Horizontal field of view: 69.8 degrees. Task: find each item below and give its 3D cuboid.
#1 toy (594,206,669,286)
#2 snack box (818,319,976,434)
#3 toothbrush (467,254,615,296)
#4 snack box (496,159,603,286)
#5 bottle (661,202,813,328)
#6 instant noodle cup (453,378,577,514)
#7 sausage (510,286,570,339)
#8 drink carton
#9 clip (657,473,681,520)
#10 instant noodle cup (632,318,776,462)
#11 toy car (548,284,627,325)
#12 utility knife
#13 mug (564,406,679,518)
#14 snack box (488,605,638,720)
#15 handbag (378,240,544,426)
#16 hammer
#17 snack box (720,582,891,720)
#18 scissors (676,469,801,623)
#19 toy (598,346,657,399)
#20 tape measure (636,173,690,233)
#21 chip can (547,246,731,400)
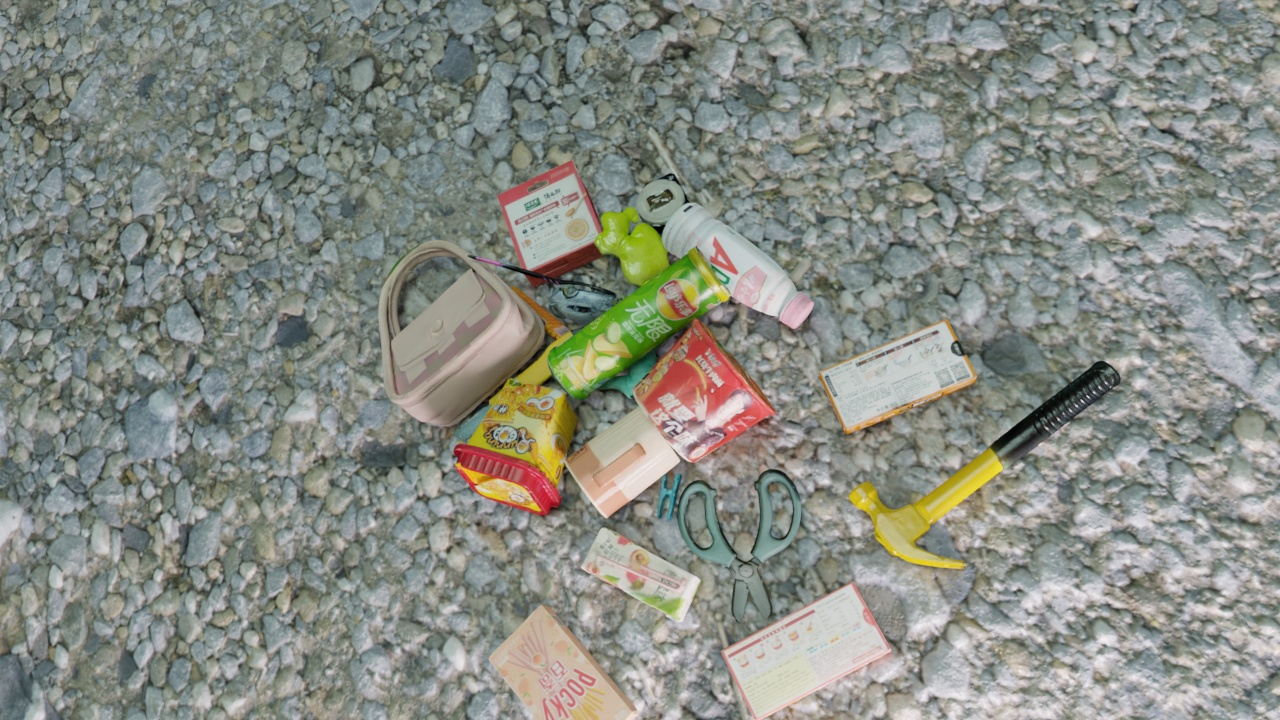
[{"bbox_3d":[-0.007,-0.141,1.131,0.100,0.031,0.096,17,78,-12],"label":"toy"},{"bbox_3d":[0.283,0.019,1.016,0.154,0.026,0.075,-23,67,7],"label":"snack box"},{"bbox_3d":[-0.123,-0.102,1.140,0.189,0.014,0.017,15,85,-5],"label":"toothbrush"},{"bbox_3d":[-0.112,-0.176,1.184,0.113,0.044,0.127,-24,67,6],"label":"snack box"},{"bbox_3d":[0.116,-0.110,1.088,0.197,0.068,0.068,39,84,21],"label":"bottle"},{"bbox_3d":[-0.135,0.097,1.060,0.116,0.116,0.123,13,62,19],"label":"instant noodle cup"},{"bbox_3d":[-0.115,-0.047,1.150,0.165,0.021,0.021,38,83,24],"label":"sausage"},{"bbox_3d":[0.001,0.233,1.003,0.122,0.045,0.053,24,77,21],"label":"drink carton"},{"bbox_3d":[0.032,0.154,1.042,0.047,0.014,0.057,8,74,16],"label":"clip"},{"bbox_3d":[0.066,0.039,1.013,0.109,0.138,0.138,-40,65,7],"label":"instant noodle cup"},{"bbox_3d":[-0.053,-0.062,1.121,0.121,0.054,0.036,8,70,17],"label":"toy car"},{"bbox_3d":[-0.147,0.031,1.125,0.216,0.015,0.033,-38,70,9],"label":"utility knife"},{"bbox_3d":[-0.020,0.112,1.017,0.106,0.114,0.081,-37,86,-3],"label":"mug"},{"bbox_3d":[-0.085,0.351,0.993,0.084,0.026,0.157,-45,66,-4],"label":"snack box"},{"bbox_3d":[-0.248,-0.055,1.152,0.193,0.093,0.234,-39,57,6],"label":"handbag"},{"bbox_3d":[0.372,0.103,0.958,0.300,0.033,0.128,-38,66,0],"label":"hammer"},{"bbox_3d":[0.169,0.299,0.943,0.156,0.027,0.077,-29,66,4],"label":"snack box"},{"bbox_3d":[0.126,0.192,1.000,0.171,0.019,0.177,-29,64,3],"label":"scissors"},{"bbox_3d":[-0.006,0.006,1.097,0.096,0.030,0.091,-10,65,14],"label":"toy"},{"bbox_3d":[0.029,-0.195,1.159,0.066,0.033,0.065,-29,64,3],"label":"tape measure"},{"bbox_3d":[-0.006,-0.039,1.054,0.221,0.072,0.072,-35,65,10],"label":"chip can"}]
